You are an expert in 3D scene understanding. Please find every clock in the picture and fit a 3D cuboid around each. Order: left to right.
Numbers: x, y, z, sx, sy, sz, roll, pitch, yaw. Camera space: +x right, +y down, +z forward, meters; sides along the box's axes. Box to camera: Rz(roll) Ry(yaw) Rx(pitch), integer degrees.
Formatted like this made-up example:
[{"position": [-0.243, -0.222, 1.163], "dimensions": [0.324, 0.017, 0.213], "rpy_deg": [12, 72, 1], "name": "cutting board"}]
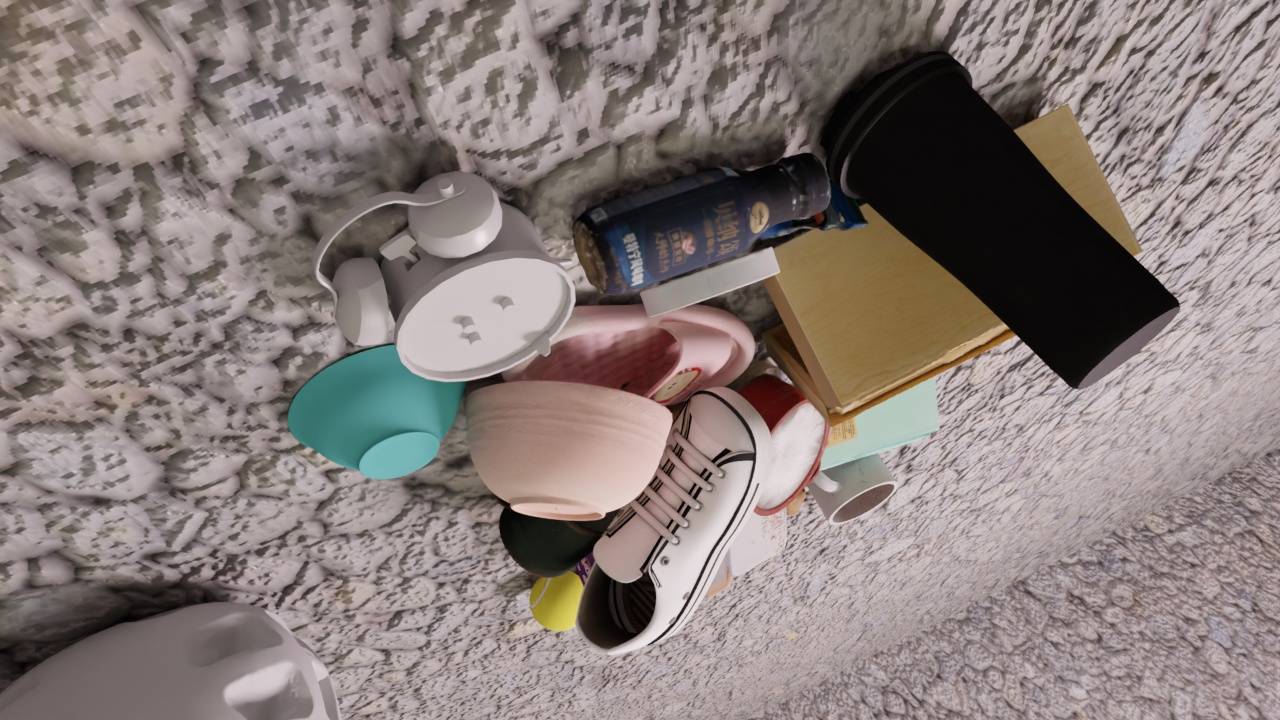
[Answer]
[{"position": [-0.106, -0.043, 0.512], "dimensions": [0.120, 0.061, 0.159], "rpy_deg": [-39, 150, 19], "name": "clock"}, {"position": [0.116, 0.066, 0.788], "dimensions": [0.156, 0.062, 0.110], "rpy_deg": [-7, 118, -47], "name": "clock"}]

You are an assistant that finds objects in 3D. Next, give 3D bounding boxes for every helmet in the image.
[{"position": [-0.377, 0.299, 0.698], "dimensions": [0.282, 0.183, 0.224], "rpy_deg": [-30, 146, -10], "name": "helmet"}]

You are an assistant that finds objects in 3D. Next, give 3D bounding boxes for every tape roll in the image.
[{"position": [0.046, -0.053, 0.616], "dimensions": [0.094, 0.019, 0.094], "rpy_deg": [-19, -176, 1], "name": "tape roll"}]

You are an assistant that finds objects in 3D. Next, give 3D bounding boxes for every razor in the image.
[{"position": [0.082, -0.091, 0.624], "dimensions": [0.141, 0.043, 0.018], "rpy_deg": [-14, 153, -10], "name": "razor"}]

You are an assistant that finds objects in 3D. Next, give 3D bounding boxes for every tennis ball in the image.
[{"position": [-0.088, 0.261, 1.000], "dimensions": [0.065, 0.065, 0.065], "rpy_deg": [-21, 150, -13], "name": "tennis ball"}]

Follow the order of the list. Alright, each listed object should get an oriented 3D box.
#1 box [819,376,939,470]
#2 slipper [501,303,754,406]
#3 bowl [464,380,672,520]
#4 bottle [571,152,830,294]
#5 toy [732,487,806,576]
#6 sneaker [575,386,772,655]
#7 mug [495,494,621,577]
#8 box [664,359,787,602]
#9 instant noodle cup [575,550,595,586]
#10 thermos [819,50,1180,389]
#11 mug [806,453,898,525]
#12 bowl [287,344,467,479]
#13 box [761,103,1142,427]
[{"position": [0.226, 0.057, 0.928], "dimensions": [0.188, 0.077, 0.080], "rpy_deg": [-11, 148, -27], "name": "box"}, {"position": [-0.004, 0.004, 0.677], "dimensions": [0.221, 0.055, 0.107], "rpy_deg": [4, 140, -42], "name": "slipper"}, {"position": [-0.054, 0.072, 0.655], "dimensions": [0.153, 0.076, 0.153], "rpy_deg": [3, 161, 1], "name": "bowl"}, {"position": [0.040, -0.088, 0.567], "dimensions": [0.160, 0.056, 0.056], "rpy_deg": [-20, 150, -14], "name": "bottle"}, {"position": [0.101, 0.177, 1.019], "dimensions": [0.176, 0.076, 0.133], "rpy_deg": [-31, 135, 9], "name": "toy"}, {"position": [0.011, 0.132, 0.716], "dimensions": [0.097, 0.091, 0.246], "rpy_deg": [-6, 130, -50], "name": "sneaker"}, {"position": [-0.081, 0.130, 0.796], "dimensions": [0.111, 0.084, 0.081], "rpy_deg": [32, 122, -22], "name": "mug"}, {"position": [0.072, 0.115, 0.838], "dimensions": [0.150, 0.043, 0.217], "rpy_deg": [-23, 121, -30], "name": "box"}, {"position": [0.006, 0.185, 0.907], "dimensions": [0.121, 0.122, 0.137], "rpy_deg": [-21, 159, -19], "name": "instant noodle cup"}, {"position": [0.216, -0.086, 0.561], "dimensions": [0.105, 0.218, 0.106], "rpy_deg": [-29, 154, -15], "name": "thermos"}, {"position": [0.203, 0.111, 0.975], "dimensions": [0.083, 0.096, 0.119], "rpy_deg": [-44, 147, 26], "name": "mug"}, {"position": [-0.167, 0.045, 0.614], "dimensions": [0.121, 0.046, 0.121], "rpy_deg": [-21, 150, -13], "name": "bowl"}, {"position": [0.226, -0.058, 0.702], "dimensions": [0.248, 0.141, 0.184], "rpy_deg": [-26, 157, -3], "name": "box"}]
